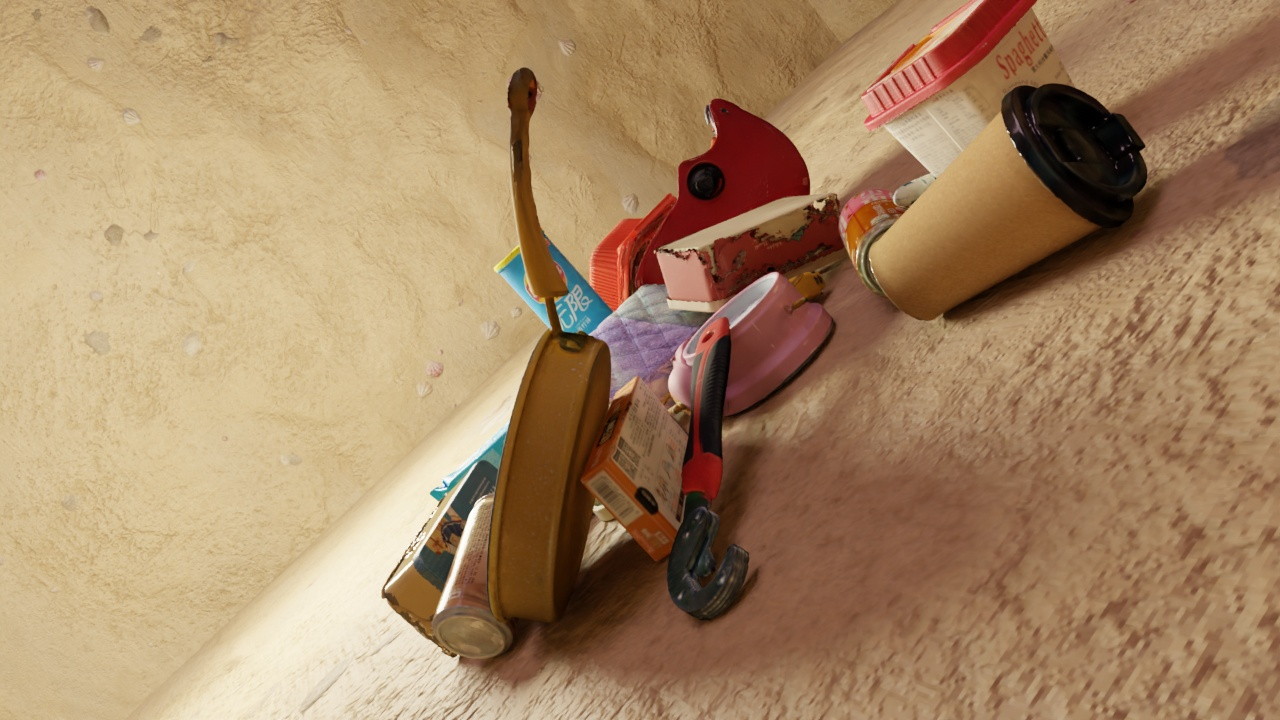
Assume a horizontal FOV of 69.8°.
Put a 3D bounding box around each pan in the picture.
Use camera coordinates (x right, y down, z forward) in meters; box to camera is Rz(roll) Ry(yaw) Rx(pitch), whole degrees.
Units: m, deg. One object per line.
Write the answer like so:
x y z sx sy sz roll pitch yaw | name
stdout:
-0.064 -0.002 0.600 0.197 0.078 0.358 -64 -17 -77 | pan

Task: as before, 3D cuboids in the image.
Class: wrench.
0.042 0.053 0.576 0.056 0.016 0.272 -43 21 28 | wrench

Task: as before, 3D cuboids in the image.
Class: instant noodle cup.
-0.006 -0.102 1.142 0.164 0.079 0.189 -53 -29 -50 | instant noodle cup
0.241 -0.178 0.646 0.116 0.124 0.117 -45 11 -24 | instant noodle cup

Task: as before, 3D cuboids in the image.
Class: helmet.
0.106 -0.161 1.038 0.239 0.144 0.207 -62 -10 -14 | helmet

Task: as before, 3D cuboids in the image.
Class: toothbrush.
0.233 -0.141 0.712 0.191 0.016 0.018 -30 -12 -47 | toothbrush

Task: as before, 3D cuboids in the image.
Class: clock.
0.075 -0.005 0.733 0.159 0.060 0.117 -41 9 17 | clock

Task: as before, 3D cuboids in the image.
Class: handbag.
-0.005 0.005 0.858 0.134 0.076 0.193 9 39 39 | handbag

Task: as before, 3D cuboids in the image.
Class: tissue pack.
-0.126 0.114 0.908 0.140 0.090 0.063 -44 10 -11 | tissue pack

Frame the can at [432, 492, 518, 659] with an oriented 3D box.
-0.112 0.159 0.685 0.059 0.058 0.116 -36 26 30 | can

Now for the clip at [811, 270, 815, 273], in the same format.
0.149 -0.076 0.891 0.033 0.013 0.054 -50 11 -36 | clip

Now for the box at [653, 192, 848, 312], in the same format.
0.102 -0.108 0.835 0.168 0.076 0.091 -25 18 -28 | box

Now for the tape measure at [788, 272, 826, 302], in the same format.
0.129 -0.052 0.798 0.057 0.029 0.060 -21 -10 -44 | tape measure

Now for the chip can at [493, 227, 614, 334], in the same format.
-0.070 -0.049 1.042 0.071 0.210 0.071 -40 10 8 | chip can

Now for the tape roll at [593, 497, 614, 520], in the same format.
-0.006 0.096 0.746 0.086 0.014 0.085 -40 10 8 | tape roll

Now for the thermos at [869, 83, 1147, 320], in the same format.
0.204 -0.085 0.525 0.144 0.093 0.092 -44 5 44 | thermos

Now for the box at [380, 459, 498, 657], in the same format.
-0.144 0.160 0.783 0.060 0.090 0.183 -42 13 23 | box

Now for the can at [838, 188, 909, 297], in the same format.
0.184 -0.091 0.689 0.058 0.058 0.147 -39 10 17 | can

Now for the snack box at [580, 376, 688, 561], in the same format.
0.004 0.069 0.638 0.026 0.075 0.153 -38 11 17 | snack box
